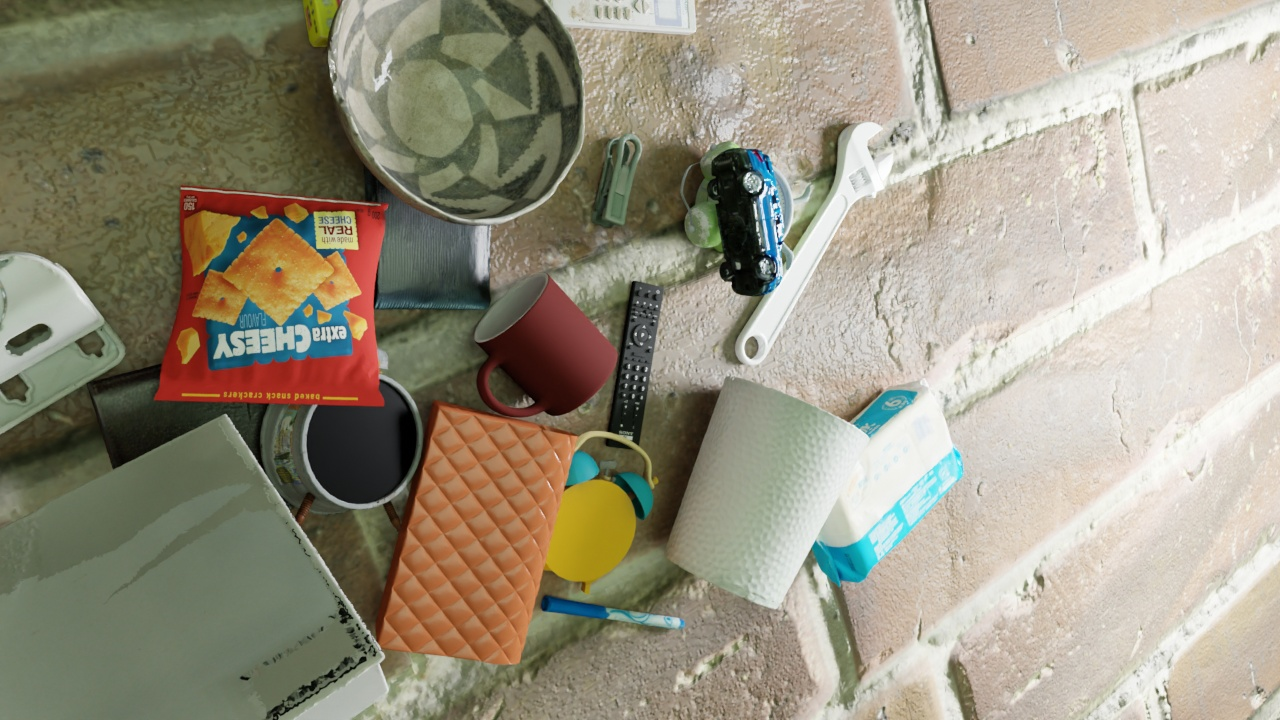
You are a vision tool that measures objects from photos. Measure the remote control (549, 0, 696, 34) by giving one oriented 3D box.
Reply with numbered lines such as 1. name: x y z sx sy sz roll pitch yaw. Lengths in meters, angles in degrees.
1. remote control: -0.014 -0.294 0.742 0.135 0.011 0.050 -9 98 -31

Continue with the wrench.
1. wrench: 0.163 -0.111 0.861 0.066 0.018 0.273 39 75 -27

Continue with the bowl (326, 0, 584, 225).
1. bowl: -0.129 -0.178 0.617 0.178 0.081 0.178 -3 94 -36

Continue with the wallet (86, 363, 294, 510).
1. wallet: -0.286 0.056 0.592 0.099 0.031 0.120 -19 109 -30

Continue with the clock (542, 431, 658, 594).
1. clock: -0.041 0.121 0.739 0.099 0.044 0.129 26 87 -30

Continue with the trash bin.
1. trash bin: 0.100 0.113 0.778 0.133 0.133 0.161 28 84 -30

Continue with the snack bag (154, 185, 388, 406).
1. snack bag: -0.231 -0.041 0.588 0.130 0.039 0.144 2 71 -17

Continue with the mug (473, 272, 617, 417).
1. mug: -0.078 0.000 0.683 0.082 0.073 0.105 48 56 -25

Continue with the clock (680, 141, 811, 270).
1. clock: 0.085 -0.134 0.796 0.119 0.043 0.094 20 82 -31

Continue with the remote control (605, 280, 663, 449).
1. remote control: -0.005 0.004 0.770 0.030 0.009 0.140 10 88 -32

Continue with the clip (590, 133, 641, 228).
1. clip: -0.019 -0.145 0.740 0.023 0.045 0.076 16 85 -33

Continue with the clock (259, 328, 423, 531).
1. clock: -0.198 0.040 0.622 0.103 0.056 0.147 12 81 -48

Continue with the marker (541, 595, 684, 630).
1. marker: -0.020 0.214 0.775 0.141 0.013 0.013 18 84 -31

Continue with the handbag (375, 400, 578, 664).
1. handbag: -0.118 0.126 0.673 0.108 0.060 0.172 14 90 -17

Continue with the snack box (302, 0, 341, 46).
1. snack box: -0.158 -0.246 0.646 0.147 0.029 0.040 -13 100 -30

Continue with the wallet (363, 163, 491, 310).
1. wallet: -0.151 -0.093 0.664 0.089 0.026 0.115 -3 95 -33

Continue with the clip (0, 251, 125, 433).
1. clip: -0.384 -0.025 0.510 0.124 0.075 0.144 -39 122 -26

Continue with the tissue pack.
1. tissue pack: 0.234 0.112 0.892 0.208 0.066 0.117 -35 110 -26

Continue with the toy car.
1. toy car: 0.090 -0.112 0.743 0.043 0.056 0.120 -13 99 -31

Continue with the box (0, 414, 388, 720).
1. box: -0.280 0.158 0.539 0.167 0.381 0.172 -30 92 -26
